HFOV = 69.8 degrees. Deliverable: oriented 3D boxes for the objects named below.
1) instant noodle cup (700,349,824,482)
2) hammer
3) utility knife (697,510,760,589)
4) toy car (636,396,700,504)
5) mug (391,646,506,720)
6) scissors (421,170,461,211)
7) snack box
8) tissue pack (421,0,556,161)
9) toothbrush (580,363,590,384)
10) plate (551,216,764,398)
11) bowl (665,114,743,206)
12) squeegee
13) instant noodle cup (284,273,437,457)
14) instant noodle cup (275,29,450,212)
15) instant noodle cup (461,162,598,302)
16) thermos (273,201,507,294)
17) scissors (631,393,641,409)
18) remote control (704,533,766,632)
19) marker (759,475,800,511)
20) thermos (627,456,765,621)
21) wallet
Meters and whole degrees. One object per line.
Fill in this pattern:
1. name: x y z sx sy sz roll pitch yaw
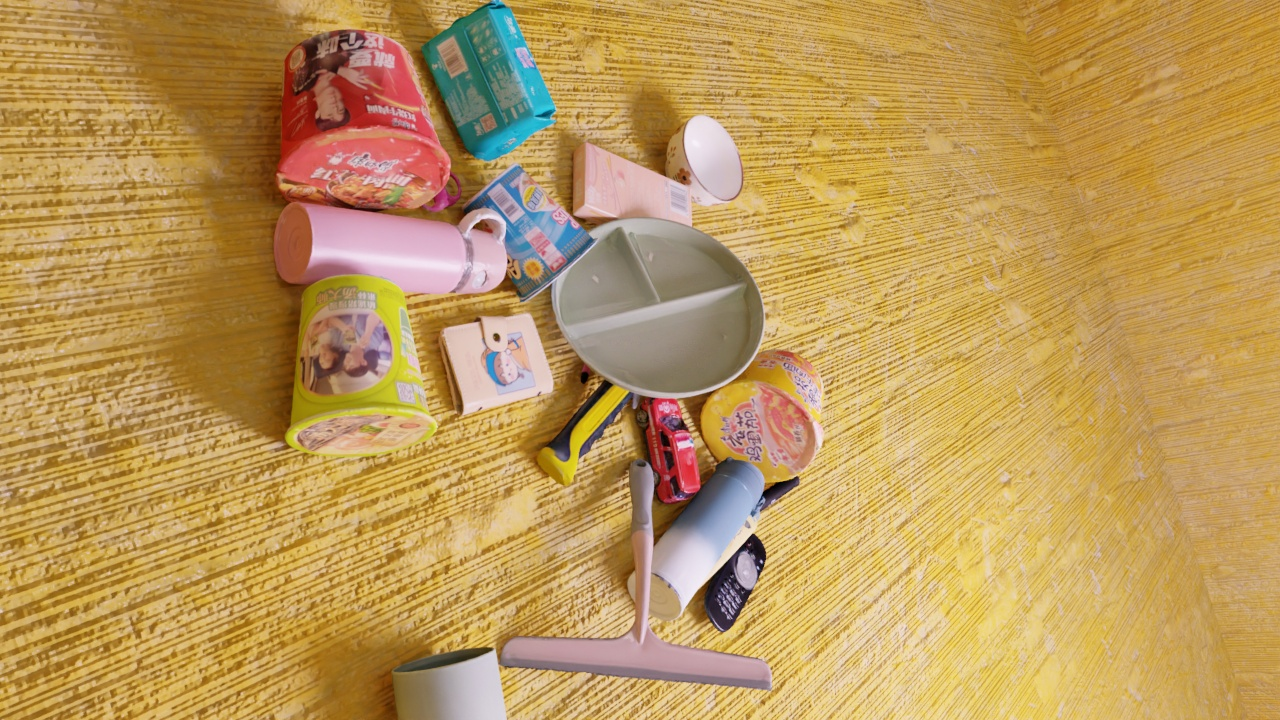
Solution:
1. instant noodle cup: 0.154 0.059 1.089 0.138 0.138 0.109 59 35 -14
2. hammer: -0.006 0.006 0.980 0.126 0.032 0.322 48 53 -9
3. utility knife: 0.089 0.212 1.036 0.165 0.018 0.031 -37 93 -43
4. toy car: 0.033 0.096 1.007 0.052 0.045 0.120 -5 78 -49
5. mug: -0.143 0.288 0.731 0.111 0.082 0.106 25 53 -77
6. scissors: -0.215 -0.204 0.868 0.056 0.017 0.133 -34 98 -42
7. snack box: -0.007 -0.184 1.056 0.157 0.026 0.084 16 62 -34
8. tissue pack: -0.147 -0.272 0.902 0.133 0.093 0.050 67 26 -7
9. toothbrush: -0.044 -0.058 1.003 0.014 0.018 0.188 33 58 -35
10. plate: 0.019 -0.057 0.972 0.230 0.028 0.229 6 58 -9
11. bowl: 0.071 -0.242 1.151 0.113 0.062 0.113 20 61 -42
12. squeegee: 0.000 0.186 0.895 0.247 0.040 0.249 6 44 -6
13. instant noodle cup: -0.222 0.001 0.724 0.111 0.112 0.123 12 60 -44
14. instant noodle cup: -0.235 -0.197 0.759 0.137 0.138 0.108 6 64 -46
15. instant noodle cup: -0.113 -0.129 0.896 0.110 0.099 0.099 50 45 -13
16. thermos: -0.203 -0.100 0.790 0.198 0.087 0.067 0 42 -45
17. scissors: 0.024 -0.041 1.060 0.189 0.022 0.229 14 67 -45
18. remote control: 0.105 0.251 1.043 0.053 0.024 0.136 55 43 -12
19. marker: 0.158 0.167 1.133 0.131 0.020 0.022 -21 76 -49
20. thermos: 0.069 0.187 0.996 0.219 0.070 0.070 -42 108 -46
21. wallet: -0.138 -0.001 0.874 0.115 0.024 0.087 -14 92 -47
